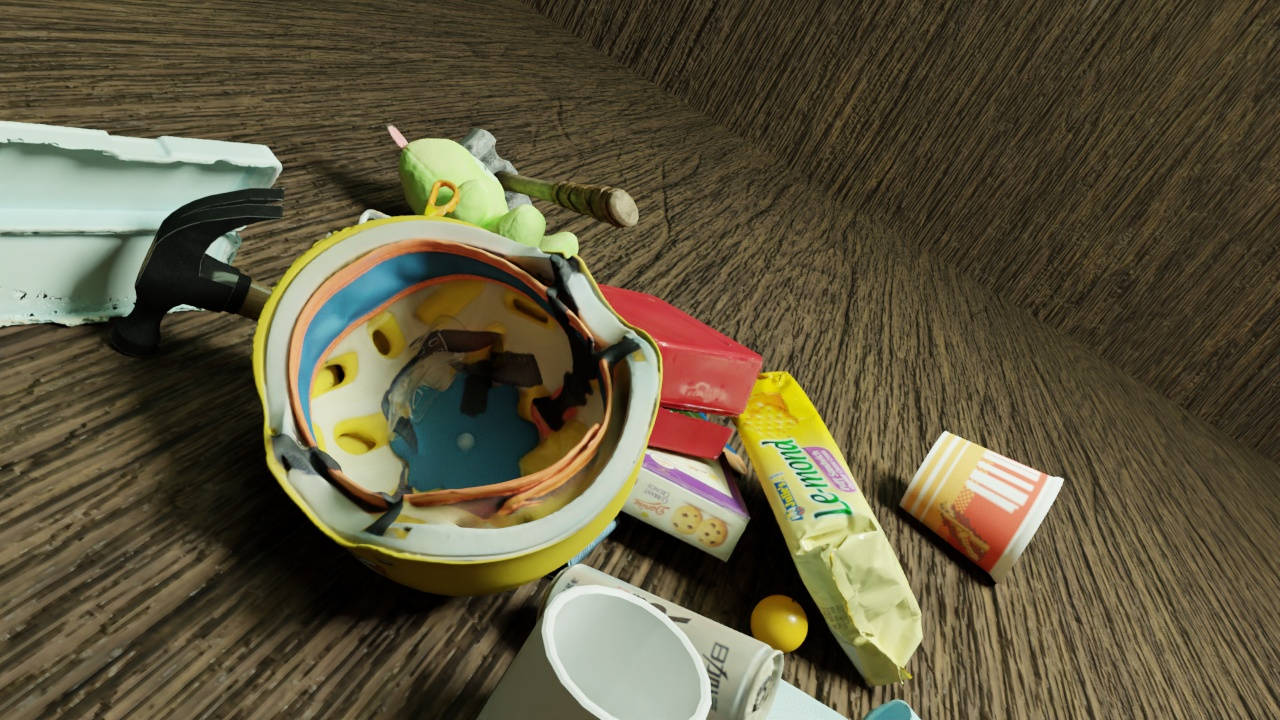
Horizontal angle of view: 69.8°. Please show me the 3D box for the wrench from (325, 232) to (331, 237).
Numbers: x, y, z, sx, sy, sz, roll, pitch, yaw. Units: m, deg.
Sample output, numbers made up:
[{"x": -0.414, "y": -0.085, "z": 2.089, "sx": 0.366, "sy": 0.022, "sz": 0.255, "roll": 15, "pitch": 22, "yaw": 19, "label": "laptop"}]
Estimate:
[{"x": -0.172, "y": -0.037, "z": 0.786, "sx": 0.273, "sy": 0.018, "sz": 0.083, "roll": 38, "pitch": 29, "yaw": 24, "label": "wrench"}]

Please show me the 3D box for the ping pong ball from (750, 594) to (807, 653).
[{"x": 0.098, "y": 0.187, "z": 0.650, "sx": 0.040, "sy": 0.040, "sz": 0.040, "roll": 26, "pitch": 24, "yaw": -12, "label": "ping pong ball"}]

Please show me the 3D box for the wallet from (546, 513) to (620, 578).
[{"x": -0.076, "y": 0.096, "z": 0.643, "sx": 0.115, "sy": 0.026, "sz": 0.089, "roll": 35, "pitch": 22, "yaw": 10, "label": "wallet"}]

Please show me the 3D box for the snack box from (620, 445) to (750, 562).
[{"x": 0.006, "y": 0.081, "z": 0.717, "sx": 0.143, "sy": 0.041, "sz": 0.148, "roll": 27, "pitch": 11, "yaw": -8, "label": "snack box"}]

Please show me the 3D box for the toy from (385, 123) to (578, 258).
[{"x": -0.170, "y": -0.150, "z": 0.938, "sx": 0.197, "sy": 0.107, "sz": 0.150, "roll": 31, "pitch": 2, "yaw": 23, "label": "toy"}]

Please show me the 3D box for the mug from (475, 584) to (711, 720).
[{"x": -0.014, "y": 0.185, "z": 0.454, "sx": 0.121, "sy": 0.090, "sz": 0.090, "roll": 34, "pitch": 23, "yaw": 7, "label": "mug"}]

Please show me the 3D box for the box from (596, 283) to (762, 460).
[{"x": -0.002, "y": -0.001, "z": 0.731, "sx": 0.129, "sy": 0.093, "sz": 0.157, "roll": 11, "pitch": 19, "yaw": -42, "label": "box"}]

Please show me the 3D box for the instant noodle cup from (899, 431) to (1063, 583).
[{"x": 0.348, "y": 0.145, "z": 0.954, "sx": 0.121, "sy": 0.124, "sz": 0.123, "roll": 32, "pitch": 22, "yaw": 21, "label": "instant noodle cup"}]

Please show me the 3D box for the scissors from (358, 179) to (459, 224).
[{"x": -0.206, "y": -0.120, "z": 0.831, "sx": 0.128, "sy": 0.011, "sz": 0.125, "roll": -3, "pitch": 51, "yaw": 10, "label": "scissors"}]

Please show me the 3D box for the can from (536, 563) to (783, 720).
[{"x": 0.008, "y": 0.163, "z": 0.519, "sx": 0.136, "sy": 0.054, "sz": 0.054, "roll": 17, "pitch": 15, "yaw": 27, "label": "can"}]

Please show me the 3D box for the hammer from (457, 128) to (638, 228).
[{"x": -0.098, "y": -0.177, "z": 0.965, "sx": 0.319, "sy": 0.049, "sz": 0.121, "roll": 25, "pitch": -21, "yaw": 54, "label": "hammer"}]

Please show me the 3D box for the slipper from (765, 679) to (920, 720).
[{"x": 0.128, "y": 0.239, "z": 0.538, "sx": 0.245, "sy": 0.074, "sz": 0.103, "roll": 32, "pitch": 24, "yaw": 6, "label": "slipper"}]

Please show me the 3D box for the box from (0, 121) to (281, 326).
[{"x": -0.325, "y": -0.081, "z": 0.556, "sx": 0.041, "sy": 0.135, "sz": 0.196, "roll": 48, "pitch": 27, "yaw": 16, "label": "box"}]

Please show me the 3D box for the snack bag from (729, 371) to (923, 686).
[{"x": 0.142, "y": 0.115, "z": 0.726, "sx": 0.159, "sy": 0.068, "sz": 0.247, "roll": 57, "pitch": 8, "yaw": -32, "label": "snack bag"}]

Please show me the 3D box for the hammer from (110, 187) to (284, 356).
[{"x": -0.179, "y": -0.013, "z": 0.636, "sx": 0.305, "sy": 0.132, "sz": 0.040, "roll": 24, "pitch": 25, "yaw": -32, "label": "hammer"}]

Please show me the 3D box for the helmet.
[{"x": -0.107, "y": 0.036, "z": 0.552, "sx": 0.208, "sy": 0.140, "sz": 0.240, "roll": -37, "pitch": 62, "yaw": -22, "label": "helmet"}]

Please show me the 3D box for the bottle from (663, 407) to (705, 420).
[{"x": 0.032, "y": 0.045, "z": 0.877, "sx": 0.106, "sy": 0.025, "sz": 0.025, "roll": 42, "pitch": 25, "yaw": 25, "label": "bottle"}]

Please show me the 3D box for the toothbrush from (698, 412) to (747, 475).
[{"x": 0.066, "y": 0.066, "z": 0.894, "sx": 0.021, "sy": 0.017, "sz": 0.135, "roll": 7, "pitch": 35, "yaw": -37, "label": "toothbrush"}]
